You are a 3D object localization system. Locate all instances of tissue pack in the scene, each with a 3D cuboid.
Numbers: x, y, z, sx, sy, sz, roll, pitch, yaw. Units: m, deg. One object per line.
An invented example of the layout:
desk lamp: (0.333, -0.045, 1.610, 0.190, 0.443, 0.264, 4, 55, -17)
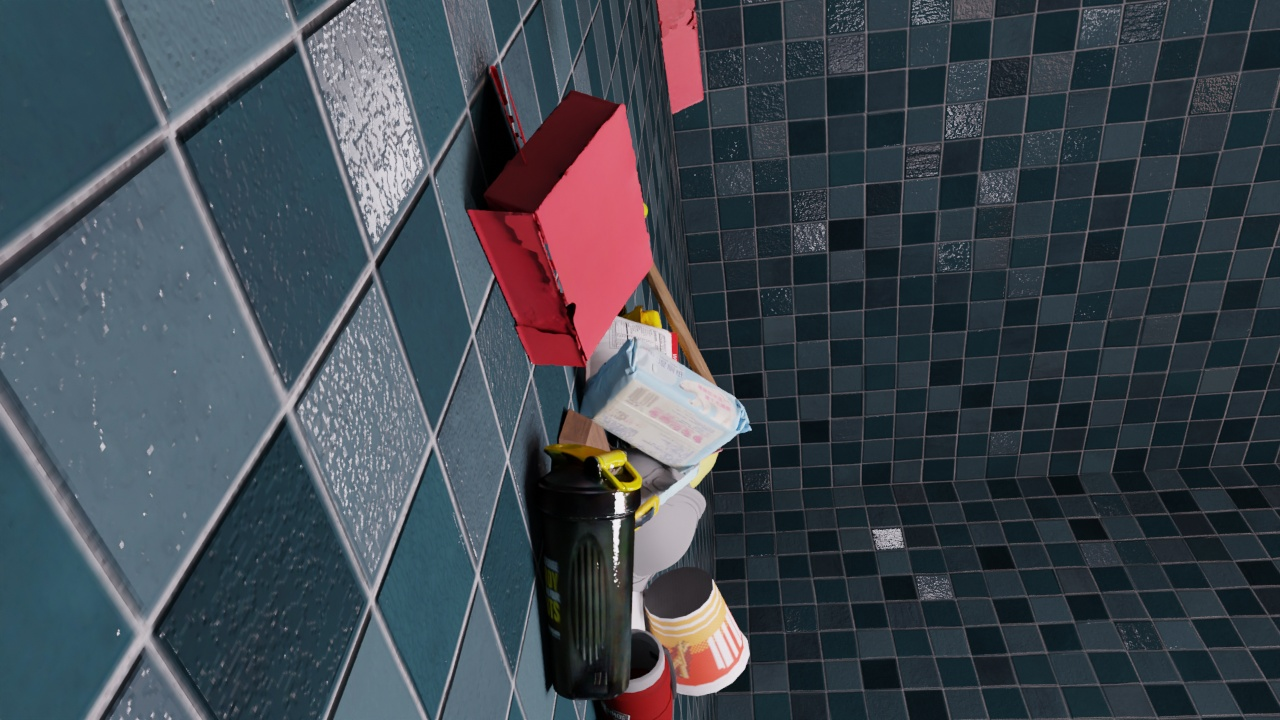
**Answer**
tissue pack: (0.028, 0.056, 1.075, 0.112, 0.182, 0.069, -44, -156, 37)

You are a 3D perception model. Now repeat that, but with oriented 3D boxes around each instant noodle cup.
instant noodle cup: (0.067, 0.349, 1.207, 0.123, 0.123, 0.121, -81, 155, -61)

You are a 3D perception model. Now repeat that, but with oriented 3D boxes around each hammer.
hammer: (0.026, -0.102, 1.293, 0.328, 0.052, 0.098, 63, 6, 3)

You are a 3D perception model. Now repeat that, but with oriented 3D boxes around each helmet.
helmet: (0.023, 0.186, 1.148, 0.271, 0.118, 0.183, 57, 24, -57)

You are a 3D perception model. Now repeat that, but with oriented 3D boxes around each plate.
plate: (-0.056, 0.117, 0.985, 0.131, 0.025, 0.131, -6, 89, -77)
plate: (0.006, 0.365, 1.216, 0.208, 0.015, 0.208, -7, 88, -85)

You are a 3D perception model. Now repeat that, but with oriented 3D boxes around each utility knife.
utility knife: (-0.002, 0.173, 1.021, 0.224, 0.019, 0.031, -35, 142, -44)

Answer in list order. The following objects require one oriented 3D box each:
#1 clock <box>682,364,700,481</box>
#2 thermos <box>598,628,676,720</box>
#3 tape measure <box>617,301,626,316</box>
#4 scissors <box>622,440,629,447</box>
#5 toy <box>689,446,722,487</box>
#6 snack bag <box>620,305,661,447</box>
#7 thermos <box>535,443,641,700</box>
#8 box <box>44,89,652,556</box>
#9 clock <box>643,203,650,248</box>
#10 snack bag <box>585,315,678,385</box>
clock: (0.056, 0.086, 1.247, 0.122, 0.045, 0.159, 21, 71, -79)
thermos: (0.004, 0.402, 1.073, 0.107, 0.084, 0.199, -36, 133, -37)
tape measure: (-0.038, -0.084, 1.278, 0.061, 0.034, 0.062, -83, 166, -69)
scissors: (-0.031, 0.075, 1.325, 0.204, 0.015, 0.201, 44, 43, -77)
toy: (0.059, 0.175, 1.487, 0.237, 0.191, 0.087, -13, 70, -56)
snack bag: (0.007, 0.041, 1.305, 0.247, 0.068, 0.159, 68, 22, -61)
thermos: (-0.045, 0.188, 0.829, 0.098, 0.098, 0.221, -36, 126, -82)
box: (-0.195, -0.027, 0.760, 0.214, 0.478, 0.171, 75, -10, -57)
clock: (-0.030, -0.168, 1.199, 0.057, 0.083, 0.119, -90, 177, -71)
snack bag: (-0.007, 0.007, 1.163, 0.039, 0.144, 0.130, -30, -127, 48)
